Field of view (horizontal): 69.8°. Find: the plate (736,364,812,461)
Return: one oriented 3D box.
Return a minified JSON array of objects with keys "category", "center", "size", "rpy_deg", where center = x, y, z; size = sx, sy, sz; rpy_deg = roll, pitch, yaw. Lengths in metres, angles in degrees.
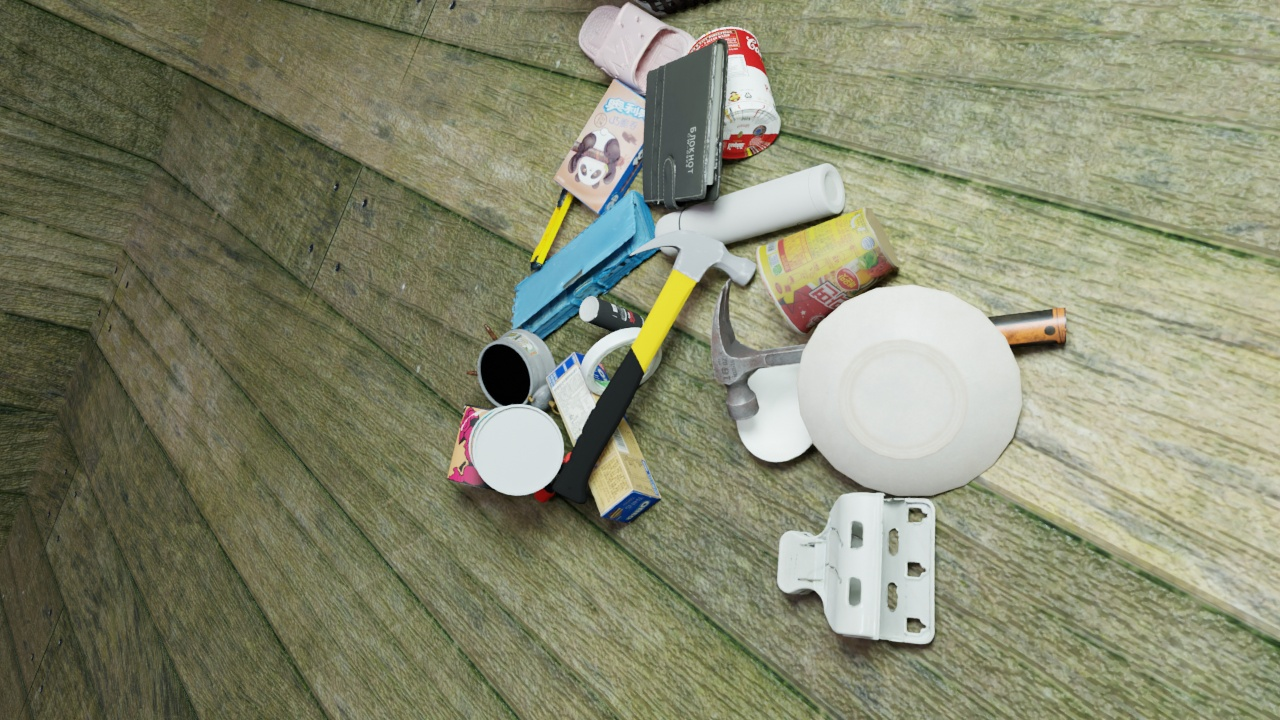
[{"category":"plate","center":[0.146,0.052,0.924],"size":[0.104,0.026,0.104],"rpy_deg":[-15,67,38]}]

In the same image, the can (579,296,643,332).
[{"category":"can","center":[-0.033,-0.050,1.082],"size":[0.032,0.080,0.031],"rpy_deg":[-15,67,39]}]

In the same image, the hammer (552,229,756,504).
[{"category":"hammer","center":[-0.006,0.006,0.995],"size":[0.323,0.127,0.029],"rpy_deg":[-61,7,1]}]

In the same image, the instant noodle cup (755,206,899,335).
[{"category":"instant noodle cup","center":[0.185,-0.092,0.892],"size":[0.113,0.100,0.100],"rpy_deg":[-27,60,24]}]

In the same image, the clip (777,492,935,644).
[{"category":"clip","center":[0.182,0.180,0.816],"size":[0.153,0.099,0.126],"rpy_deg":[-3,73,32]}]

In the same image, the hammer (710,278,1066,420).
[{"category":"hammer","center":[0.210,-0.025,0.826],"size":[0.315,0.034,0.138],"rpy_deg":[-7,112,27]}]

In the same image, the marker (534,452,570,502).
[{"category":"marker","center":[-0.097,0.137,1.079],"size":[0.145,0.021,0.023],"rpy_deg":[131,131,-58]}]

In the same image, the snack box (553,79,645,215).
[{"category":"snack box","center":[-0.037,-0.269,1.170],"size":[0.087,0.034,0.151],"rpy_deg":[40,105,23]}]

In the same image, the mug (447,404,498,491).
[{"category":"mug","center":[-0.180,0.116,1.177],"size":[0.118,0.082,0.098],"rpy_deg":[11,84,16]}]

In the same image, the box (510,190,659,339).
[{"category":"box","center":[-0.080,-0.120,1.166],"size":[0.232,0.054,0.093],"rpy_deg":[-34,55,30]}]

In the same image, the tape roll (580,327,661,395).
[{"category":"tape roll","center":[-0.021,0.002,1.047],"size":[0.094,0.093,0.018],"rpy_deg":[-47,51,22]}]

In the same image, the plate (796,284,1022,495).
[{"category":"plate","center":[0.227,0.030,0.791],"size":[0.189,0.027,0.189],"rpy_deg":[5,104,21]}]

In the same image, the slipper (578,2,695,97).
[{"category":"slipper","center":[-0.021,-0.414,1.196],"size":[0.239,0.064,0.094],"rpy_deg":[42,106,43]}]

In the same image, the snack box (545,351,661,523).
[{"category":"snack box","center":[-0.045,0.087,1.070],"size":[0.056,0.057,0.206],"rpy_deg":[-41,53,22]}]

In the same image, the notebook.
[{"category":"notebook","center":[0.044,-0.255,1.027],"size":[0.209,0.029,0.169],"rpy_deg":[-154,66,-72]}]

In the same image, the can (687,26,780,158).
[{"category":"can","center":[0.103,-0.299,1.030],"size":[0.087,0.086,0.116],"rpy_deg":[-28,59,34]}]

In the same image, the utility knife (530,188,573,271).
[{"category":"utility knife","center":[-0.099,-0.217,1.227],"size":[0.030,0.019,0.217],"rpy_deg":[14,75,51]}]

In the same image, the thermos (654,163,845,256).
[{"category":"thermos","center":[0.112,-0.159,1.002],"size":[0.225,0.052,0.052],"rpy_deg":[-11,70,40]}]

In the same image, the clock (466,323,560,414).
[{"category":"clock","center":[-0.149,0.022,1.174],"size":[0.148,0.056,0.104],"rpy_deg":[37,121,20]}]

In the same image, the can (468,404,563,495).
[{"category":"can","center":[-0.149,0.102,1.075],"size":[0.144,0.099,0.099],"rpy_deg":[164,119,-77]}]

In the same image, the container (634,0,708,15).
[{"category":"container","center":[0.056,-0.576,1.055],"size":[0.244,0.245,0.247],"rpy_deg":[-3,75,45]}]
